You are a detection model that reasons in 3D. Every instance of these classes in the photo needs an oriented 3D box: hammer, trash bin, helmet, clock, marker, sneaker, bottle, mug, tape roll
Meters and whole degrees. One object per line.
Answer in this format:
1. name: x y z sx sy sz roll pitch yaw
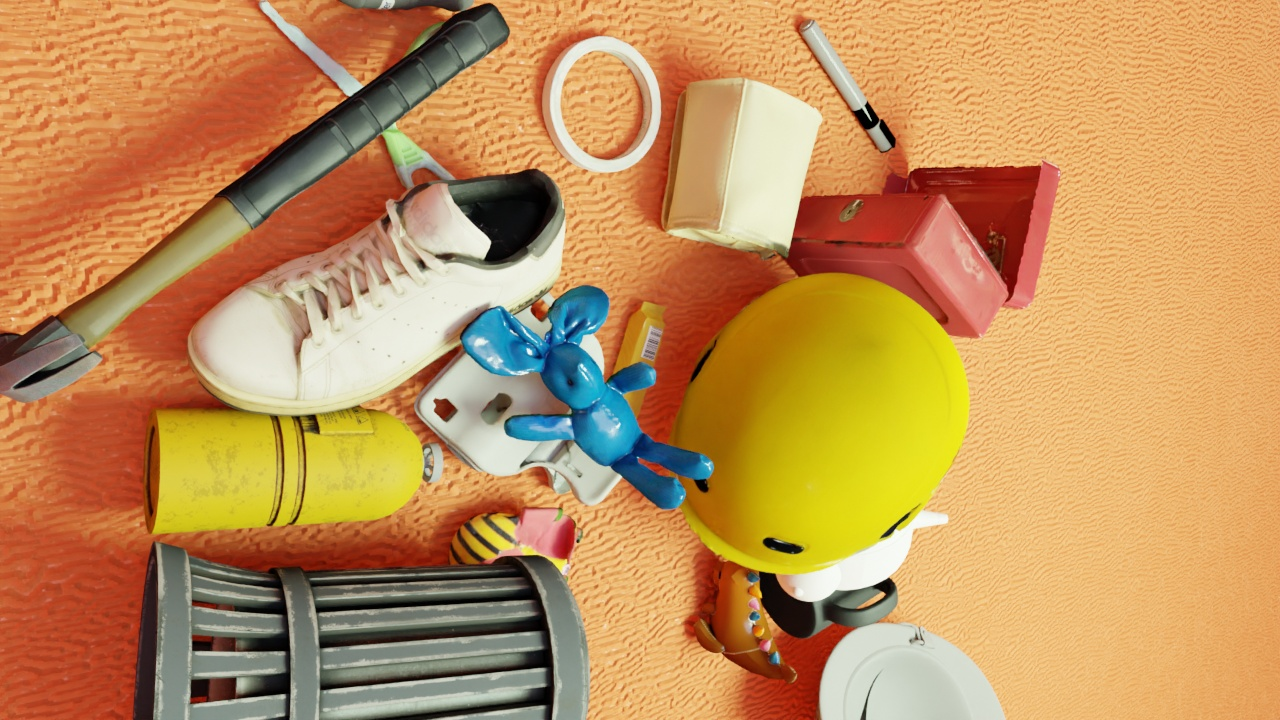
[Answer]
1. hammer: -0.198 -0.096 0.494 0.332 0.118 0.025 -46 122 -22
2. trash bin: -0.158 0.185 0.527 0.227 0.164 0.164 5 96 -30
3. helmet: 0.137 0.035 0.672 0.209 0.140 0.239 40 66 10
4. clock: 0.161 0.121 0.761 0.160 0.125 0.073 -24 132 -23
5. marker: 0.177 -0.232 0.781 0.140 0.016 0.016 44 74 -32
6. sneaker: -0.138 -0.049 0.534 0.240 0.103 0.089 -29 77 -30
7. bottle: -0.152 -0.228 0.544 0.109 0.036 0.036 -12 105 -32
8. helmet: 0.227 0.353 0.870 0.271 0.118 0.183 24 54 -29
9. bottle: -0.199 0.062 0.546 0.163 0.071 0.071 2 97 -35
10. mug: 0.167 0.193 0.793 0.087 0.114 0.078 -21 111 -30
11. tape roll: -0.026 -0.181 0.653 0.092 0.013 0.093 -7 102 -33

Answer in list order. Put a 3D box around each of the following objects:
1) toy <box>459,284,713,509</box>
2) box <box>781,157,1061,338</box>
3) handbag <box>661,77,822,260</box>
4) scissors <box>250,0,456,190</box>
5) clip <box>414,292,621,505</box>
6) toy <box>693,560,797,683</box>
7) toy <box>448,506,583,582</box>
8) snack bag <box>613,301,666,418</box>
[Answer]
1. toy: -0.027 0.020 0.595 0.176 0.071 0.112 48 61 -8
2. box: 0.217 -0.098 0.748 0.168 0.157 0.154 4 94 -36
3. handbag: 0.079 -0.140 0.696 0.111 0.081 0.119 8 93 -42
4. scissors: -0.161 -0.151 0.566 0.171 0.022 0.174 -38 123 -20
5. clip: -0.070 0.035 0.641 0.124 0.073 0.143 -48 114 -15
6. toy: 0.094 0.213 0.757 0.070 0.103 0.090 -14 113 -31
7. toy: -0.085 0.138 0.656 0.103 0.046 0.084 15 112 -33
8. snack bag: -0.004 0.004 0.698 0.026 0.020 0.099 16 90 -43
